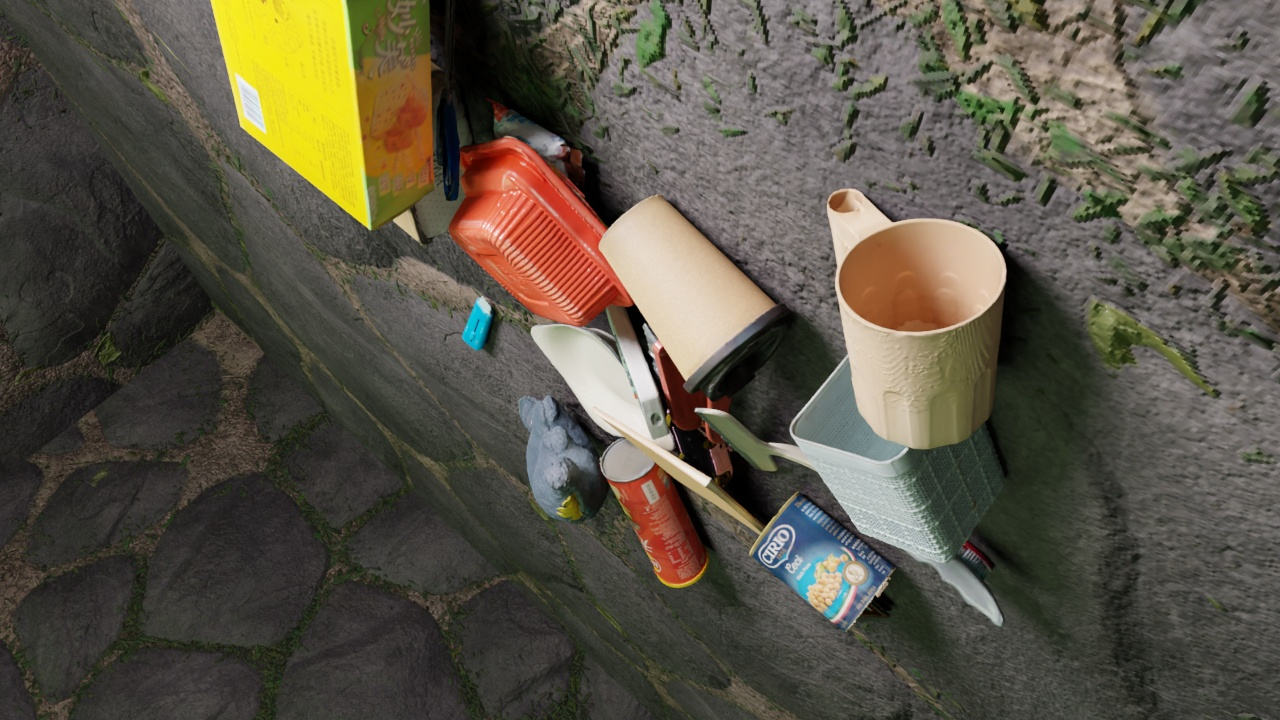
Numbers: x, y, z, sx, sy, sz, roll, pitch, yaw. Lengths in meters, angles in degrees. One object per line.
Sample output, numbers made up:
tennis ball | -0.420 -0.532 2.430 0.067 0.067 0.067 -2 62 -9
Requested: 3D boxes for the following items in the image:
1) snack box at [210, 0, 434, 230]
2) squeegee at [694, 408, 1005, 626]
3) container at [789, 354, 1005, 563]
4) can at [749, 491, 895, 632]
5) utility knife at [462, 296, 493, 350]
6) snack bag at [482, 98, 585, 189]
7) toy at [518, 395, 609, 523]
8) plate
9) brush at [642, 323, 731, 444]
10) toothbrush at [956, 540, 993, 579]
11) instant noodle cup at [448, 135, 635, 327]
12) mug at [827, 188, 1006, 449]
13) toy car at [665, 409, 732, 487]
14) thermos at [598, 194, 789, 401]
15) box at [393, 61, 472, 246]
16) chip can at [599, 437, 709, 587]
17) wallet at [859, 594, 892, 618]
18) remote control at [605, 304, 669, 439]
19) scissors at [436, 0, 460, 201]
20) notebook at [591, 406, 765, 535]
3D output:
snack box | -0.226 -0.218 0.656 0.158 0.069 0.211 38 147 15
squeegee | 0.176 0.116 0.710 0.246 0.039 0.246 34 176 24
container | 0.172 0.063 0.600 0.090 0.089 0.111 15 145 53
can | 0.165 0.183 0.832 0.111 0.075 0.075 38 157 18
utility knife | -0.205 -0.048 1.164 0.034 0.018 0.167 46 157 1
snack bag | -0.084 -0.172 0.725 0.105 0.026 0.045 36 155 21
toy | -0.097 0.123 1.101 0.138 0.091 0.356 63 174 -18
plate | -0.031 0.018 0.950 0.164 0.034 0.163 9 138 57
brush | 0.048 0.017 0.770 0.069 0.063 0.146 48 163 32
toothbrush | 0.200 0.099 0.703 0.187 0.017 0.016 45 162 0
instant noodle cup | -0.081 -0.094 0.759 0.189 0.079 0.165 43 168 -25
mug | 0.147 -0.025 0.519 0.124 0.084 0.104 59 174 43
toy car | 0.061 0.081 0.889 0.056 0.037 0.122 28 155 32
thermos | 0.037 -0.045 0.658 0.143 0.093 0.093 50 159 9
box | -0.199 -0.190 0.818 0.059 0.089 0.185 37 154 21
chip can | 0.020 0.184 1.096 0.073 0.073 0.217 25 150 42
wallet | 0.194 0.227 0.937 0.096 0.020 0.122 44 160 3
remote control | -0.005 0.005 0.812 0.056 0.019 0.135 73 177 -46
scissors | -0.147 -0.201 0.708 0.170 0.012 0.146 138 126 -69
notebook | 0.050 0.118 0.923 0.149 0.012 0.211 30 171 35
